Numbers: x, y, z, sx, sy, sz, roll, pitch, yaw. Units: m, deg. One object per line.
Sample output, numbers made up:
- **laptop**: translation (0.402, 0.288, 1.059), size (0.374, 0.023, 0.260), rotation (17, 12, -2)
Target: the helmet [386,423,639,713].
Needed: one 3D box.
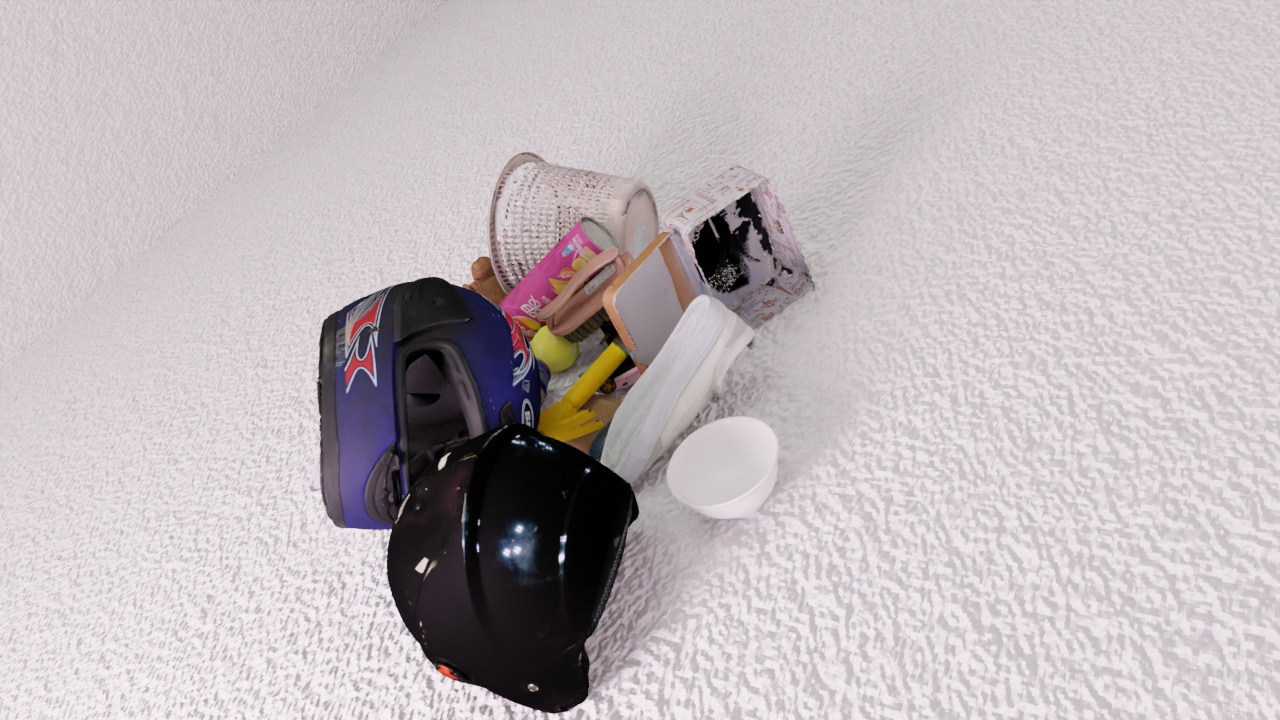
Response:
- **helmet**: translation (-0.130, 0.186, 0.880), size (0.276, 0.230, 0.232), rotation (-30, 27, 36)

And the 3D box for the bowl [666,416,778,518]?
- **bowl**: translation (0.093, 0.120, 0.926), size (0.118, 0.065, 0.118), rotation (-20, 35, 15)

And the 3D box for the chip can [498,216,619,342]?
- **chip can**: translation (-0.123, -0.102, 1.252), size (0.211, 0.071, 0.071), rotation (-42, 28, 26)

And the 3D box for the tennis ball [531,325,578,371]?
- **tennis ball**: translation (-0.117, -0.017, 1.252), size (0.065, 0.065, 0.065), rotation (-19, 36, 14)

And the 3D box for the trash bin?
- **trash bin**: translation (-0.086, -0.190, 1.346), size (0.192, 0.228, 0.226), rotation (6, 46, 23)

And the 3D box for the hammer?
- **hammer**: translation (-0.025, -0.013, 1.147), size (0.300, 0.033, 0.129), rotation (-48, 33, -19)

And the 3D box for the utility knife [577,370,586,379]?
- **utility knife**: translation (-0.016, -0.008, 1.207), size (0.151, 0.013, 0.029), rotation (-24, -5, 8)

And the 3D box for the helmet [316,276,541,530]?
- **helmet**: translation (-0.231, 0.046, 1.039), size (0.240, 0.248, 0.315), rotation (-5, 34, -12)

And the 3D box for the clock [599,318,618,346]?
- **clock**: translation (-0.007, -0.063, 1.239), size (0.122, 0.055, 0.082), rotation (-33, 34, 0)

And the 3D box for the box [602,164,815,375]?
- **box**: translation (0.074, -0.091, 1.108), size (0.260, 0.179, 0.105), rotation (-36, 35, -10)

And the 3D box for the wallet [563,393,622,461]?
- **wallet**: translation (-0.057, 0.077, 1.122), size (0.115, 0.033, 0.090), rotation (12, 53, 49)

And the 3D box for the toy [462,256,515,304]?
- **toy**: translation (-0.281, -0.068, 1.394), size (0.130, 0.140, 0.199), rotation (42, 80, 13)

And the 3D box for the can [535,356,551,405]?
- **can**: translation (-0.191, 0.041, 1.227), size (0.148, 0.075, 0.049), rotation (-15, 40, 20)

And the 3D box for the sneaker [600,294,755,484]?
- **sneaker**: translation (0.045, 0.049, 1.036), size (0.242, 0.090, 0.089), rotation (-58, 23, 4)

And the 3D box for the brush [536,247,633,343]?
- **brush**: translation (-0.065, -0.083, 1.193), size (0.146, 0.073, 0.063), rotation (-37, 36, 15)

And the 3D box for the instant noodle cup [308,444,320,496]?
- **instant noodle cup**: translation (-0.355, 0.126, 1.250), size (0.173, 0.060, 0.137), rotation (-25, 35, 9)

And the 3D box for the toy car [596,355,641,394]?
- **toy car**: translation (-0.007, 0.007, 1.169), size (0.122, 0.037, 0.056), rotation (-27, 31, 13)
